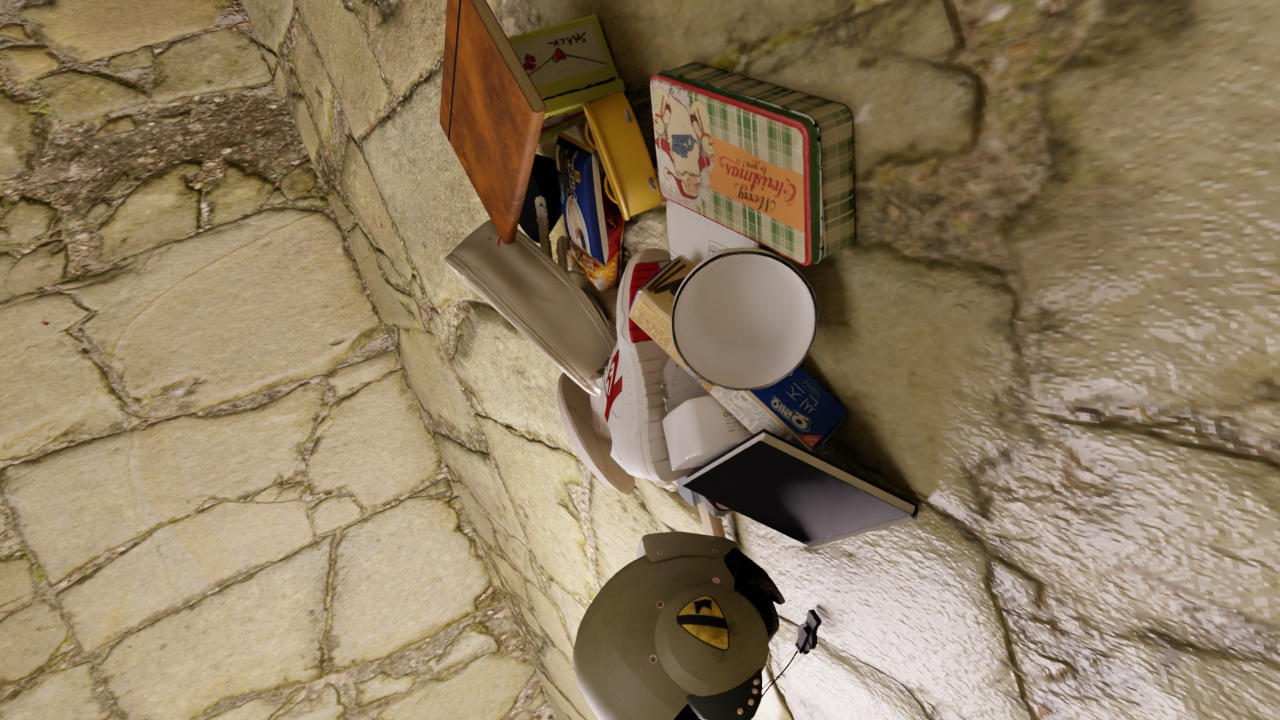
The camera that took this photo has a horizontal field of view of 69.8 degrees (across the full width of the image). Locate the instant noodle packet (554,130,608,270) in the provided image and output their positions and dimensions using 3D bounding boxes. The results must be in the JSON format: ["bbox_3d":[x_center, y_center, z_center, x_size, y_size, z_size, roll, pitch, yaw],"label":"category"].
[{"bbox_3d":[-0.061,-0.170,0.977,0.087,0.026,0.134,41,144,52],"label":"instant noodle packet"}]

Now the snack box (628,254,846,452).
[{"bbox_3d":[0.085,0.001,0.816,0.207,0.057,0.056,43,156,7],"label":"snack box"}]

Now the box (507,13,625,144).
[{"bbox_3d":[-0.118,-0.272,0.955,0.221,0.124,0.082,-7,105,66],"label":"box"}]

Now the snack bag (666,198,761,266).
[{"bbox_3d":[0.071,-0.078,0.846,0.131,0.039,0.144,33,145,44],"label":"snack bag"}]

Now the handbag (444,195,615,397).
[{"bbox_3d":[-0.102,-0.075,1.060,0.184,0.132,0.229,52,173,-36],"label":"handbag"}]

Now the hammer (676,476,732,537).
[{"bbox_3d":[0.098,0.240,1.133,0.117,0.051,0.323,35,147,51],"label":"hammer"}]

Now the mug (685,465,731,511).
[{"bbox_3d":[0.084,0.094,0.971,0.082,0.073,0.106,45,139,40],"label":"mug"}]

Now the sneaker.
[{"bbox_3d":[-0.005,0.006,0.959,0.104,0.090,0.236,-2,96,48],"label":"sneaker"}]

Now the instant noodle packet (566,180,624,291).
[{"bbox_3d":[-0.055,-0.151,1.057,0.098,0.039,0.136,56,156,30],"label":"instant noodle packet"}]

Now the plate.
[{"bbox_3d":[-0.068,0.104,1.252,0.189,0.027,0.188,56,-169,-18],"label":"plate"}]

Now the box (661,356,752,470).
[{"bbox_3d":[0.075,0.030,0.888,0.103,0.110,0.130,133,129,-69],"label":"box"}]

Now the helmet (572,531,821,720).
[{"bbox_3d":[0.059,0.297,0.968,0.233,0.255,0.251,45,150,33],"label":"helmet"}]

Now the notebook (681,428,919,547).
[{"bbox_3d":[0.137,0.123,0.838,0.149,0.016,0.207,26,157,-6],"label":"notebook"}]

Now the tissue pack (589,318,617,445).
[{"bbox_3d":[-0.017,0.033,1.154,0.104,0.071,0.182,28,143,33],"label":"tissue pack"}]

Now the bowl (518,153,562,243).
[{"bbox_3d":[-0.121,-0.210,1.120,0.124,0.052,0.124,49,154,34],"label":"bowl"}]

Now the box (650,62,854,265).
[{"bbox_3d":[0.081,-0.160,0.723,0.205,0.050,0.118,38,147,47],"label":"box"}]

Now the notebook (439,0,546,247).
[{"bbox_3d":[-0.154,-0.237,0.889,0.178,0.014,0.250,61,158,12],"label":"notebook"}]

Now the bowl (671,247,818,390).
[{"bbox_3d":[0.083,-0.039,0.744,0.065,0.116,0.116,-78,-30,-71],"label":"bowl"}]

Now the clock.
[{"bbox_3d":[-0.016,-0.194,0.867,0.152,0.052,0.113,-110,-1,-77],"label":"clock"}]

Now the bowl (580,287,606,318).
[{"bbox_3d":[-0.073,-0.053,1.203,0.106,0.039,0.106,49,154,34],"label":"bowl"}]
